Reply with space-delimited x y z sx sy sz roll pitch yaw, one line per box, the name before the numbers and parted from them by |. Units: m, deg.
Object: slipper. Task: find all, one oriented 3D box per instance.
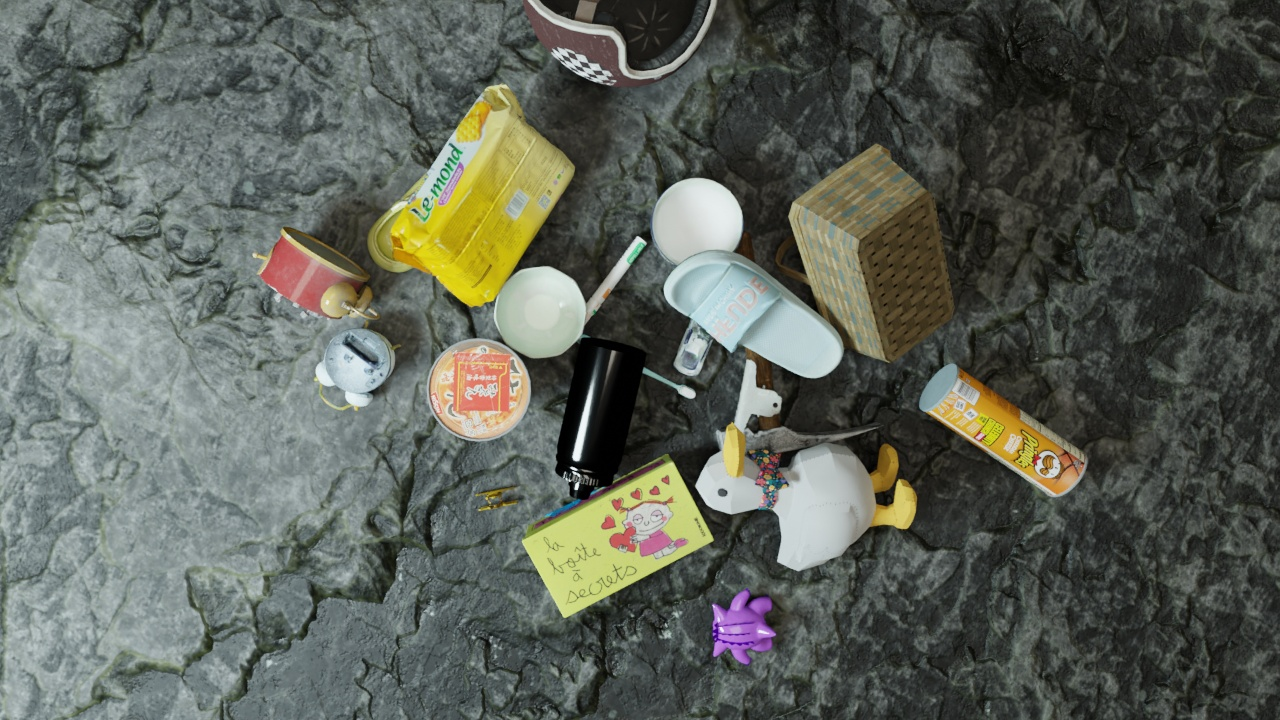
slipper | 0.146 -0.051 1.146 0.245 0.074 0.104 30 119 -8
slipper | -0.269 -0.188 1.160 0.190 0.081 0.091 -38 92 2

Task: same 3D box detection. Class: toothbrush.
toothbrush | -0.007 0.007 1.220 0.180 0.016 0.016 27 93 -4

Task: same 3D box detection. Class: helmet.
helmet | -0.020 -0.448 1.069 0.234 0.253 0.233 14 87 20

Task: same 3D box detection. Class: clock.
clock | -0.396 -0.091 1.138 0.159 0.117 0.081 33 94 3
clock | -0.366 0.010 1.176 0.083 0.057 0.117 38 91 -6

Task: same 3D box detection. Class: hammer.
hammer | 0.192 -0.027 1.219 0.217 0.037 0.300 -10 93 -3

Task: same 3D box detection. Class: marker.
marker | -0.042 -0.101 1.209 0.017 0.017 0.145 37 91 -5

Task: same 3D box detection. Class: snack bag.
snack bag | -0.184 -0.190 1.118 0.159 0.068 0.247 39 79 -48

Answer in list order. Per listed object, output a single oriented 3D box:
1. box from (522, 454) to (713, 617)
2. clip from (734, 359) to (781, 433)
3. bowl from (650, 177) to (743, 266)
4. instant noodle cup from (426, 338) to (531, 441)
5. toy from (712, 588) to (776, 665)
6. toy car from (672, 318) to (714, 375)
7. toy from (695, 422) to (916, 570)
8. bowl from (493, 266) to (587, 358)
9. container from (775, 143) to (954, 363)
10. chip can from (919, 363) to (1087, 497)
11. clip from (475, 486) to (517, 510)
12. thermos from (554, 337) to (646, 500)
box | -0.031 0.227 1.200 0.221 0.082 0.124 -25 95 -3
clip | 0.154 0.053 1.184 0.056 0.046 0.102 11 92 9
bowl | 0.071 -0.173 1.188 0.118 0.062 0.118 0 95 -1
instant noodle cup | -0.197 0.032 1.155 0.123 0.122 0.123 0 93 -4
toy | 0.136 0.359 1.229 0.088 0.056 0.106 -1 94 -5
toy car | 0.075 -0.024 1.216 0.038 0.027 0.090 22 92 -3
toy | 0.206 0.177 1.174 0.267 0.140 0.247 -5 125 -1
bowl | -0.127 -0.062 1.184 0.117 0.061 0.117 0 93 -3
container | 0.271 -0.135 1.152 0.157 0.186 0.250 -35 131 -9
chip can | 0.483 0.094 1.225 0.215 0.075 0.075 33 91 -5
clip | -0.191 0.180 1.205 0.054 0.049 0.044 -9 59 -2
thermos | -0.056 0.077 1.180 0.086 0.086 0.199 13 99 -4
